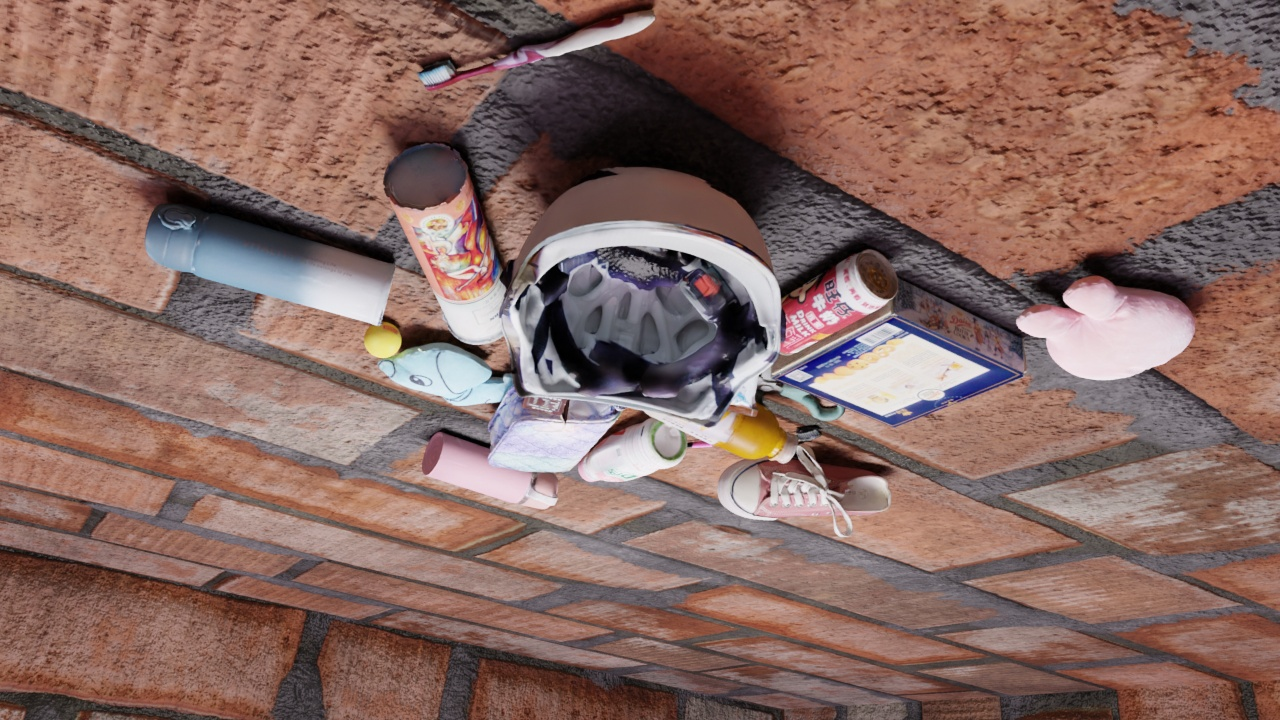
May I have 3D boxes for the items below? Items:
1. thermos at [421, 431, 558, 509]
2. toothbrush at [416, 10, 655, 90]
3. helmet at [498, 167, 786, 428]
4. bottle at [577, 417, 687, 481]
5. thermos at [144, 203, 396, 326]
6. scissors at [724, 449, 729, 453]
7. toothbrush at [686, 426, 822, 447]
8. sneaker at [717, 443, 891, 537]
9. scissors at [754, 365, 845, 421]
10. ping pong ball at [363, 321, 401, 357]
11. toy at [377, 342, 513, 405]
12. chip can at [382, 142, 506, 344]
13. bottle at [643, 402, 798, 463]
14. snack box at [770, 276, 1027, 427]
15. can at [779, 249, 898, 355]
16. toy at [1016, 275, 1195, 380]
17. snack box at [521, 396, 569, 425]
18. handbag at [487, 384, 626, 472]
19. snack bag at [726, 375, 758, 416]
[{"bbox_3d":[-0.211,0.168,1.330,0.198,0.067,0.087,25,-177,-29],"label":"thermos"},{"bbox_3d":[-0.076,-0.215,0.632,0.188,0.016,0.017,-7,140,25],"label":"toothbrush"},{"bbox_3d":[0.004,-0.068,0.757,0.229,0.145,0.259,6,142,-4],"label":"helmet"},{"bbox_3d":[-0.019,0.125,1.224,0.068,0.068,0.197,22,153,-28],"label":"bottle"},{"bbox_3d":[-0.348,-0.092,0.874,0.220,0.070,0.070,16,151,-18],"label":"thermos"},{"bbox_3d":[0.076,0.076,1.152,0.150,0.014,0.171,10,150,-4],"label":"scissors"},{"bbox_3d":[0.143,0.101,1.196,0.190,0.014,0.018,-8,140,26],"label":"toothbrush"},{"bbox_3d":[0.225,0.171,1.213,0.241,0.118,0.088,5,171,-10],"label":"sneaker"},{"bbox_3d":[0.147,0.046,1.082,0.174,0.019,0.176,25,148,-34],"label":"scissors"},{"bbox_3d":[-0.286,-0.023,1.019,0.040,0.040,0.040,5,153,2],"label":"ping pong ball"},{"bbox_3d":[-0.220,0.017,1.074,0.161,0.049,0.156,-1,153,-3],"label":"toy"},{"bbox_3d":[-0.165,-0.097,0.819,0.071,0.071,0.215,3,152,6],"label":"chip can"},{"bbox_3d":[0.091,0.064,1.044,0.189,0.067,0.068,26,149,-14],"label":"bottle"},{"bbox_3d":[0.258,-0.001,0.937,0.182,0.045,0.178,21,150,-25],"label":"snack box"},{"bbox_3d":[0.172,-0.052,0.848,0.053,0.053,0.133,21,150,-25],"label":"can"},{"bbox_3d":[0.422,-0.031,0.834,0.159,0.054,0.122,23,141,-30],"label":"toy"},{"bbox_3d":[-0.081,-0.012,0.915,0.053,0.113,0.126,13,152,-10],"label":"snack box"},{"bbox_3d":[-0.111,0.078,1.137,0.134,0.075,0.194,6,155,-20],"label":"handbag"},{"bbox_3d":[0.111,0.013,0.979,0.048,0.026,0.104,10,115,-1],"label":"snack bag"}]
